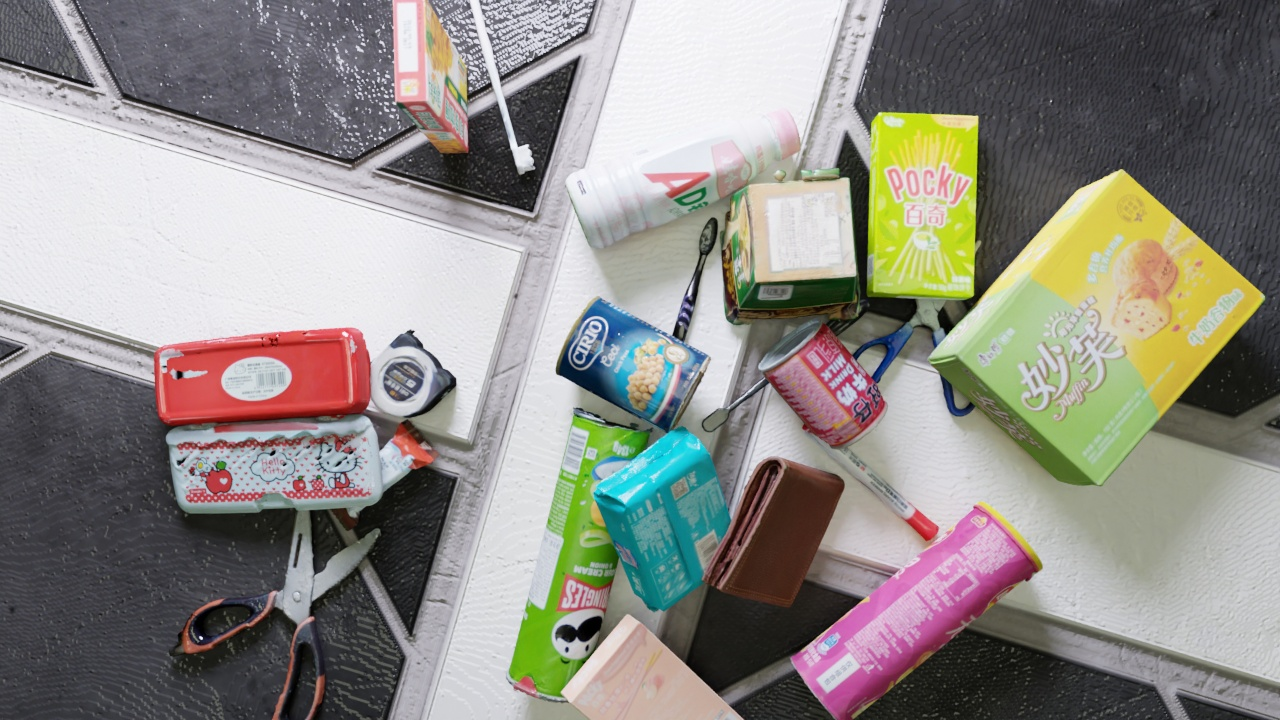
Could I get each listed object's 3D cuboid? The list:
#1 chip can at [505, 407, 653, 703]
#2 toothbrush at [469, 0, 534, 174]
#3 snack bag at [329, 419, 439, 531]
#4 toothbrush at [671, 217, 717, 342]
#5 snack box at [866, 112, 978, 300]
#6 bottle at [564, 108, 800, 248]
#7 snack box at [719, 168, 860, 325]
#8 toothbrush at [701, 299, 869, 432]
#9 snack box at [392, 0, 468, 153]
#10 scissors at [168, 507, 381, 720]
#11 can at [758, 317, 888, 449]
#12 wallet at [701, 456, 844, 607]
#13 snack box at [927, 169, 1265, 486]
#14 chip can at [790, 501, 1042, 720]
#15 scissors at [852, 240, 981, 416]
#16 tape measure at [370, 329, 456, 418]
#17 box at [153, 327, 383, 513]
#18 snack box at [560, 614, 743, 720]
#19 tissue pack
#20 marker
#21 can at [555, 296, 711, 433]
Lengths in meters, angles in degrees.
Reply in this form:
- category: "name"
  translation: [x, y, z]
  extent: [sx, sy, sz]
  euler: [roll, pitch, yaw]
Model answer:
- category: "chip can"
  translation: [-0.052, 0.162, 0.775]
  extent: [0.072, 0.072, 0.236]
  euler: [14, 90, 2]
- category: "toothbrush"
  translation: [-0.125, -0.251, 0.805]
  extent: [0.016, 0.016, 0.180]
  euler: [-17, 90, -6]
- category: "snack bag"
  translation: [-0.230, 0.100, 0.804]
  extent: [0.104, 0.026, 0.048]
  euler: [-42, 81, 3]
- category: "toothbrush"
  translation: [0.037, -0.034, 0.799]
  extent: [0.014, 0.016, 0.189]
  euler: [17, 92, 8]
- category: "snack box"
  translation: [0.239, -0.131, 0.780]
  extent: [0.086, 0.026, 0.156]
  euler: [3, 86, 2]
- category: "bottle"
  translation: [0.037, -0.159, 0.775]
  extent: [0.197, 0.068, 0.068]
  euler: [-22, 89, -1]
- category: "snack box"
  translation: [0.125, -0.092, 0.746]
  extent: [0.118, 0.105, 0.117]
  euler: [-4, 86, 4]
- category: "toothbrush"
  translation: [0.126, 0.004, 0.797]
  extent: [0.181, 0.018, 0.015]
  euler: [-38, 87, 0]
- category: "snack box"
  translation: [-0.166, -0.222, 0.736]
  extent: [0.027, 0.156, 0.077]
  euler: [-1, 90, 0]
- category: "scissors"
  translation: [-0.312, 0.229, 0.813]
  extent: [0.225, 0.015, 0.189]
  euler: [-29, 89, 3]
- category: "can"
  translation: [0.152, 0.020, 0.758]
  extent: [0.066, 0.066, 0.094]
  euler: [-41, 96, 2]
- category: "wallet"
  translation: [0.115, 0.143, 0.764]
  extent: [0.101, 0.032, 0.124]
  euler: [23, 93, -42]
- category: "snack box"
  translation: [0.369, -0.025, 0.752]
  extent: [0.157, 0.070, 0.210]
  euler: [43, 87, 1]
- category: "chip can"
  translation: [0.227, 0.211, 0.764]
  extent: [0.210, 0.071, 0.071]
  euler: [-40, 89, 2]
- category: "scissors"
  translation: [0.244, -0.026, 0.793]
  extent: [0.174, 0.012, 0.162]
  euler: [-34, 87, 1]
- category: "tape measure"
  translation: [-0.204, 0.017, 0.800]
  extent: [0.066, 0.033, 0.066]
  euler: [-42, 87, -1]
- category: "box"
  translation: [-0.322, 0.054, 0.789]
  extent: [0.201, 0.039, 0.158]
  euler: [-5, 89, 13]
- category: "snack box"
  translation: [0.017, 0.292, 0.762]
  extent: [0.084, 0.026, 0.157]
  euler: [-47, 108, -13]
- category: "tissue pack"
  translation: [0.022, 0.130, 0.747]
  extent: [0.093, 0.050, 0.133]
  euler: [-31, 119, -24]
- category: "marker"
  translation: [0.198, 0.102, 0.792]
  extent: [0.145, 0.017, 0.017]
  euler: [41, 91, 2]
- category: "can"
  translation: [-0.005, 0.004, 0.765]
  extent: [0.111, 0.075, 0.075]
  euler: [28, 91, 7]
